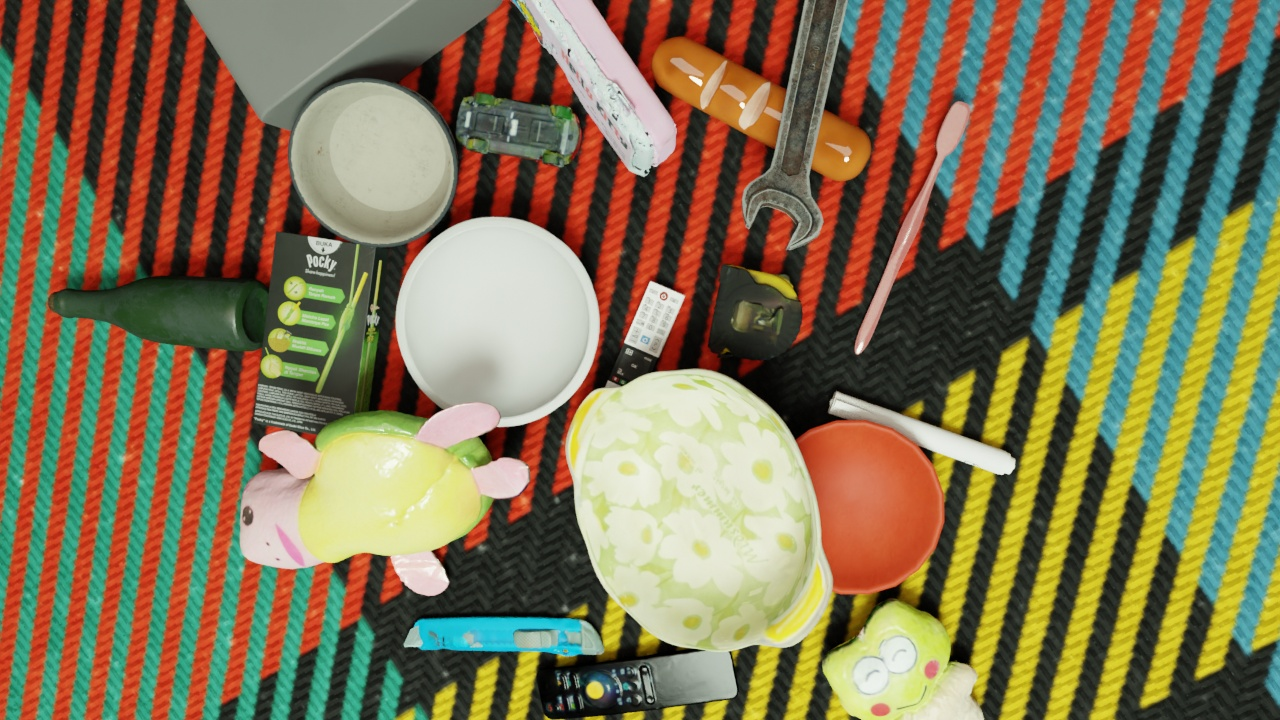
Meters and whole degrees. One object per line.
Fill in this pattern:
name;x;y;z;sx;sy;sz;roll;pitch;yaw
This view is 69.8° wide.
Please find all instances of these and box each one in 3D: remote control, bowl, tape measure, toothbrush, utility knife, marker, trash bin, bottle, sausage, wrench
remote control;-0.004;0.004;0.674;0.028;0.011;0.124;24;97;6
bowl;0.148;0.100;0.646;0.122;0.035;0.122;1;94;8
tape measure;0.082;-0.030;0.645;0.062;0.038;0.067;12;95;7
toothbrush;0.187;-0.090;0.640;0.015;0.015;0.184;22;100;6
utility knife;-0.107;0.212;0.704;0.158;0.015;0.031;-3;89;10
marker;0.197;0.052;0.643;0.133;0.020;0.017;20;93;7
trash bin;-0.237;-0.305;0.645;0.192;0.097;0.220;-32;90;9
bottle;-0.374;-0.040;0.706;0.174;0.055;0.055;4;94;10
bowl;-0.185;-0.145;0.658;0.115;0.059;0.116;0;113;-1
sausage;0.082;-0.174;0.632;0.164;0.044;0.039;29;102;5
bowl;0.046;0.097;0.629;0.219;0.060;0.189;38;115;27
bowl;-0.100;-0.028;0.670;0.149;0.043;0.149;1;95;9
wrench;0.116;-0.205;0.608;0.070;0.010;0.273;13;81;3
remote control;-0.003;0.241;0.688;0.152;0.020;0.041;-11;93;10

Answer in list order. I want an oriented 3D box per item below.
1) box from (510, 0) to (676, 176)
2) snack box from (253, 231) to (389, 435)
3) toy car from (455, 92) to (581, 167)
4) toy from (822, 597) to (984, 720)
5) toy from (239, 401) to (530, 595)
box;-0.045;-0.220;0.629;0.044;0.086;0.202;-34;89;0
snack box;-0.244;-0.019;0.701;0.080;0.025;0.147;10;95;8
toy car;-0.087;-0.165;0.662;0.091;0.036;0.042;10;95;8
toy;0.190;0.227;0.646;0.115;0.046;0.092;44;96;-5
toy;-0.190;0.096;0.666;0.239;0.087;0.190;-24;129;20
